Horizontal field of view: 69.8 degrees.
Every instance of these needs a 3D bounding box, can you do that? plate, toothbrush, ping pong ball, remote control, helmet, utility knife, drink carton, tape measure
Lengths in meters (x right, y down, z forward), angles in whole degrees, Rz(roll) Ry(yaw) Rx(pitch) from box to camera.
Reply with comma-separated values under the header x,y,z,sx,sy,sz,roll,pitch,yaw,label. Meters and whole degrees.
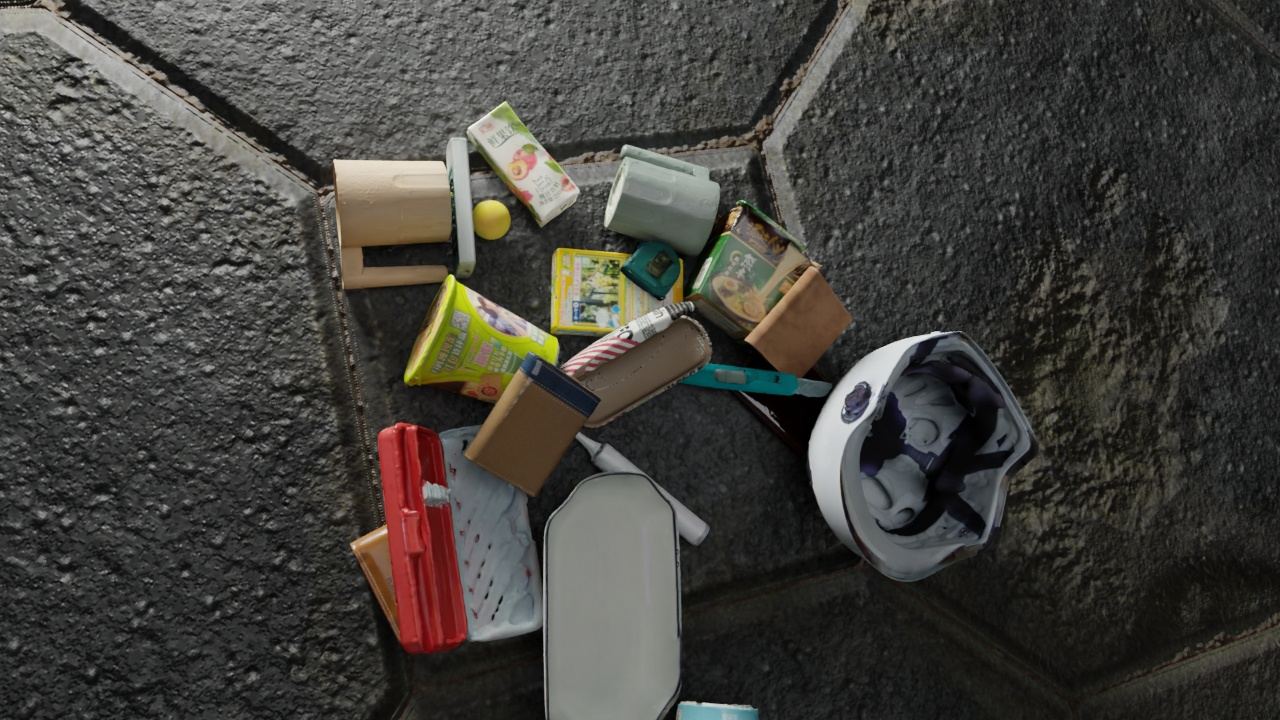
x,y,z,sx,sy,sz,roll,pitch,yaw,label
-0.032,0.238,0.876,0.161,0.034,0.265,0,87,-39,plate
-0.020,0.113,0.937,0.221,0.026,0.026,40,60,-6,toothbrush
-0.153,-0.144,0.939,0.040,0.040,0.040,3,78,-17,ping pong ball
-0.182,-0.154,0.924,0.019,0.056,0.135,-3,81,-17,remote control
0.268,0.094,0.962,0.229,0.146,0.258,43,75,-22,helmet
0.108,0.018,0.966,0.185,0.013,0.029,7,100,9,utility knife
-0.122,-0.203,0.957,0.053,0.045,0.122,-40,92,-10,drink carton
0.014,-0.097,0.955,0.058,0.025,0.054,38,72,-7,tape measure

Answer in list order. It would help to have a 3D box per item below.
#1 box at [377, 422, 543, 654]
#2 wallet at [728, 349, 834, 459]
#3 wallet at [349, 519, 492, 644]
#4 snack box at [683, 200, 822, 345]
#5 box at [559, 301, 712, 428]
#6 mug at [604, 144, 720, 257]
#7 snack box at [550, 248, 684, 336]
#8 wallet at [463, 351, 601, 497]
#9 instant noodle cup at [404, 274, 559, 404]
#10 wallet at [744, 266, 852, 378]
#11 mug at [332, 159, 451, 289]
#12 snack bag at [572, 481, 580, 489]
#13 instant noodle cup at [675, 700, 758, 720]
x,y,z,sx,sy,sz,roll,pitch,yaw,label
-0.167,0.157,0.837,0.157,0.070,0.201,4,69,-47,box
0.164,0.035,1.014,0.122,0.020,0.096,44,66,-4,wallet
-0.188,0.195,0.870,0.130,0.035,0.119,-27,82,-20,wallet
0.107,-0.088,0.977,0.117,0.118,0.105,36,81,-8,snack box
-0.005,0.006,0.923,0.162,0.075,0.086,-32,103,-1,box
0.023,-0.178,0.988,0.103,0.084,0.123,15,49,-13,mug
-0.024,-0.069,0.969,0.140,0.034,0.087,3,79,-18,snack box
-0.099,0.060,0.851,0.090,0.033,0.115,35,84,-35,wallet
-0.148,-0.007,0.884,0.123,0.112,0.111,23,73,-19,instant noodle cup
0.169,-0.032,0.960,0.101,0.115,0.020,-48,51,2,wallet
-0.242,-0.133,0.896,0.103,0.084,0.125,-5,105,-19,mug
-0.041,0.172,0.919,0.045,0.026,0.105,-3,80,-26,snack bag
0.073,0.390,0.876,0.111,0.111,0.120,11,69,-15,instant noodle cup
